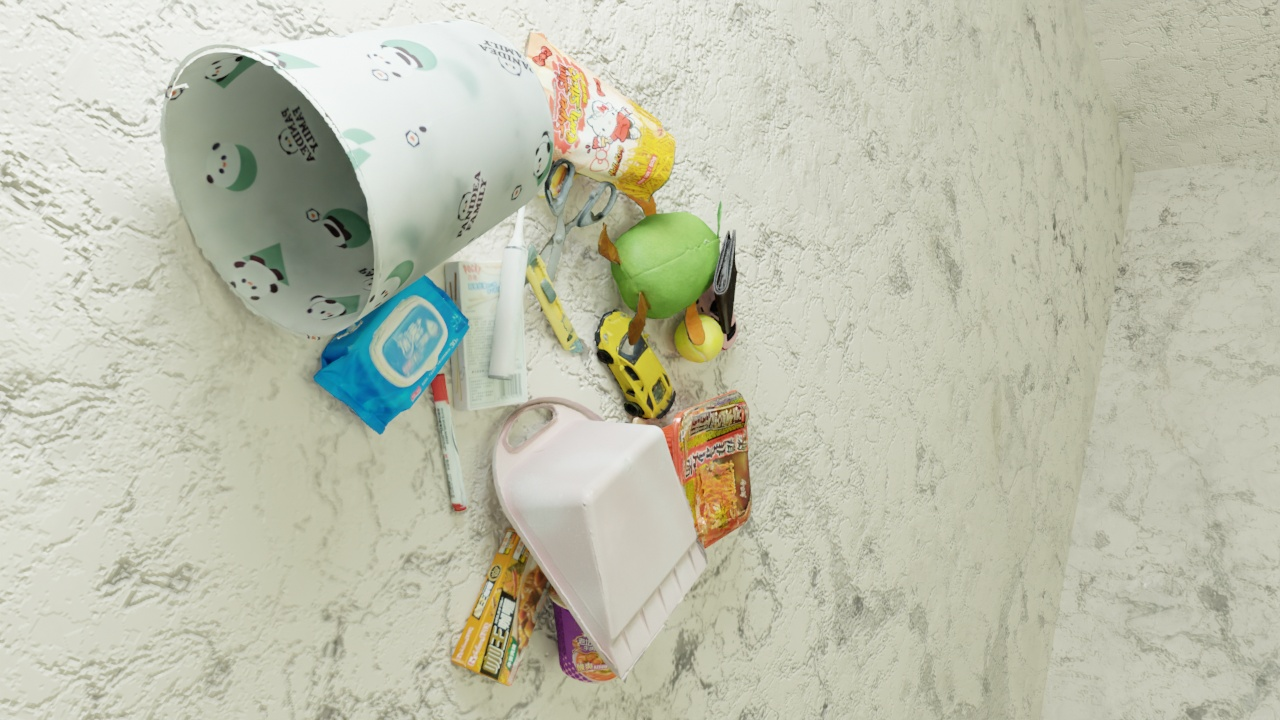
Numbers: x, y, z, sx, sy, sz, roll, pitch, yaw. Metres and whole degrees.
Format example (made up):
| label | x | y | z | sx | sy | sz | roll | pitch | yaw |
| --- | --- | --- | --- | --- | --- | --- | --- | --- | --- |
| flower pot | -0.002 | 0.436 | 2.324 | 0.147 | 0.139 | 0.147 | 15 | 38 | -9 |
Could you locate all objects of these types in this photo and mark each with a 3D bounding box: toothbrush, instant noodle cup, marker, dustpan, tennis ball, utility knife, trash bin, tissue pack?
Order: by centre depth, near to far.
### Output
| label | x | y | z | sx | sy | sz | roll | pitch | yaw |
| --- | --- | --- | --- | --- | --- | --- | --- | --- | --- |
| trash bin | -0.219 | -0.173 | 0.777 | 0.251 | 0.230 | 0.230 | -42 | 121 | -48 |
| tissue pack | -0.232 | -0.014 | 0.875 | 0.095 | 0.052 | 0.156 | 53 | 55 | -32 |
| marker | -0.198 | 0.085 | 0.947 | 0.017 | 0.017 | 0.145 | -19 | 104 | -47 |
| toothbrush | -0.134 | -0.089 | 0.967 | 0.026 | 0.027 | 0.221 | 8 | 84 | -15 |
| dustpan | -0.050 | 0.174 | 1.030 | 0.221 | 0.139 | 0.273 | -35 | 119 | -54 |
| utility knife | -0.100 | -0.063 | 1.045 | 0.030 | 0.018 | 0.165 | -50 | 143 | -25 |
| instant noodle cup | -0.050 | 0.308 | 1.056 | 0.111 | 0.112 | 0.099 | -11 | 106 | -48 |
| instant noodle cup | 0.078 | 0.141 | 1.193 | 0.164 | 0.079 | 0.189 | -15 | 102 | -51 |
| tennis ball | 0.078 | -0.029 | 1.226 | 0.065 | 0.066 | 0.065 | 0 | 90 | -49 |

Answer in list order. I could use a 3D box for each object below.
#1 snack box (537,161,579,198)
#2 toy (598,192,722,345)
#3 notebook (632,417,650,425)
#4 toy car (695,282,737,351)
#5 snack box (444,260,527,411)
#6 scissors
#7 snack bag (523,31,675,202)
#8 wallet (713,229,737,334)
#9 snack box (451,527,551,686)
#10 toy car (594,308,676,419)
| label | x | y | z | sx | sy | sz | roll | pitch | yaw |
| --- | --- | --- | --- | --- | --- | --- | --- | --- | --- |
| snack box | -0.110 | -0.265 | 1.034 | 0.086 | 0.034 | 0.140 | -49 | 123 | -38 |
| toy | 0.029 | -0.121 | 1.152 | 0.246 | 0.090 | 0.227 | -30 | 102 | -49 |
| notebook | 0.034 | 0.177 | 1.209 | 0.207 | 0.008 | 0.147 | 34 | 65 | -49 |
| toy car | 0.103 | -0.070 | 1.278 | 0.056 | 0.037 | 0.122 | -48 | 124 | -39 |
| snack box | -0.163 | -0.028 | 0.978 | 0.084 | 0.027 | 0.157 | -7 | 96 | -49 |
| scissors | -0.088 | -0.142 | 1.021 | 0.174 | 0.014 | 0.159 | -32 | 129 | -23 |
| snack bag | -0.056 | -0.265 | 1.034 | 0.207 | 0.073 | 0.128 | 22 | 74 | -40 |
| wallet | 0.115 | -0.103 | 1.212 | 0.122 | 0.020 | 0.096 | 71 | 30 | -67 |
| snack box | -0.144 | 0.268 | 1.003 | 0.075 | 0.026 | 0.153 | 42 | 60 | -40 |
| toy car | -0.007 | 0.007 | 1.148 | 0.071 | 0.041 | 0.156 | -52 | 125 | -36 |
